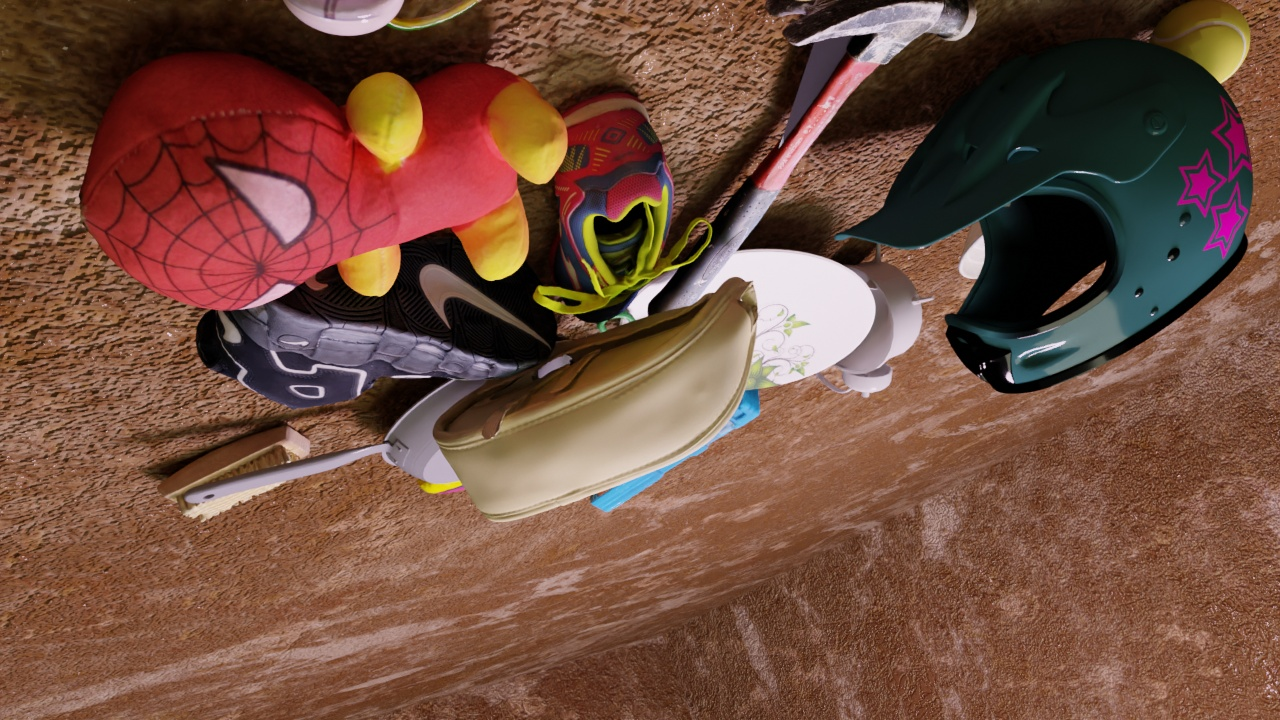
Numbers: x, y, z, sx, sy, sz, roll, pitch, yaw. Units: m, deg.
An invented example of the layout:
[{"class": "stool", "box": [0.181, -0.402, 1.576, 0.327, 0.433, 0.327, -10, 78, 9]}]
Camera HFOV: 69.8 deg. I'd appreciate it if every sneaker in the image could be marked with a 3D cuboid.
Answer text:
[{"class": "sneaker", "box": [-0.022, -0.069, 0.618, 0.116, 0.091, 0.242, -21, 159, -10]}, {"class": "sneaker", "box": [-0.175, -0.013, 0.611, 0.151, 0.097, 0.252, -30, 157, 33]}]

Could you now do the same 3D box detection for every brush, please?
[{"class": "brush", "box": [-0.338, 0.096, 0.773, 0.117, 0.039, 0.049, -24, 159, -5]}]

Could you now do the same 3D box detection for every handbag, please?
[{"class": "handbag", "box": [-0.032, 0.018, 0.671, 0.233, 0.088, 0.190, -17, -151, 34]}]

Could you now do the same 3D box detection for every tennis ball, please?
[{"class": "tennis ball", "box": [0.413, -0.233, 0.681, 0.065, 0.065, 0.065, -19, 158, -8]}]

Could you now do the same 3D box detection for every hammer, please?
[{"class": "hammer", "box": [0.080, -0.125, 0.639, 0.140, 0.036, 0.327, -8, 151, -34]}]

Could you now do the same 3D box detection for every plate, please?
[{"class": "plate", "box": [0.095, -0.041, 0.837, 0.229, 0.030, 0.230, -1, 149, -1]}]

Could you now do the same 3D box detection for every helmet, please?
[{"class": "helmet", "box": [0.292, -0.115, 0.662, 0.274, 0.200, 0.176, -37, -164, -4]}]

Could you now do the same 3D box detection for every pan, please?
[{"class": "pan", "box": [-0.198, 0.072, 0.792, 0.355, 0.050, 0.201, -20, 160, -33]}]

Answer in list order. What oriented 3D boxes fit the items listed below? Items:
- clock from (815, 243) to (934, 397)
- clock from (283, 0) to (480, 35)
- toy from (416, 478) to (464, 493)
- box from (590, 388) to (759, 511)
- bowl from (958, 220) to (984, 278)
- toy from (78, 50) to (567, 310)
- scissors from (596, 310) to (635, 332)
[{"class": "clock", "box": [0.208, -0.031, 0.898, 0.061, 0.120, 0.160, -18, 150, -35]}, {"class": "clock", "box": [-0.099, -0.179, 0.329, 0.117, 0.058, 0.158, -23, 159, 3]}, {"class": "toy", "box": [-0.186, 0.114, 0.954, 0.094, 0.041, 0.095, -20, 172, 0]}, {"class": "box", "box": [0.045, 0.062, 1.051, 0.244, 0.070, 0.170, -37, -174, 33]}, {"class": "bowl", "box": [0.364, -0.148, 0.845, 0.176, 0.057, 0.177, -19, 158, -8]}, {"class": "toy", "box": [-0.149, -0.088, 0.445, 0.215, 0.098, 0.148, -10, 145, -30]}, {"class": "scissors", "box": [-0.008, 0.011, 0.816, 0.130, 0.011, 0.125, -47, 125, -6]}]
